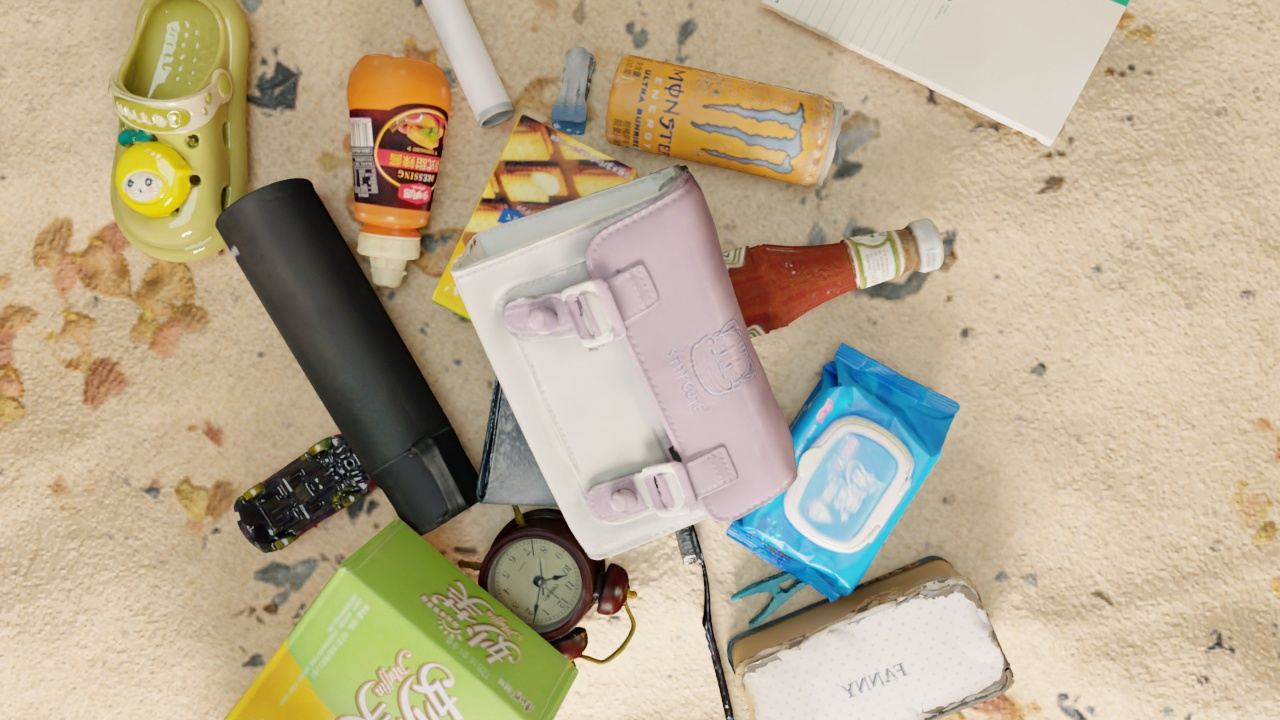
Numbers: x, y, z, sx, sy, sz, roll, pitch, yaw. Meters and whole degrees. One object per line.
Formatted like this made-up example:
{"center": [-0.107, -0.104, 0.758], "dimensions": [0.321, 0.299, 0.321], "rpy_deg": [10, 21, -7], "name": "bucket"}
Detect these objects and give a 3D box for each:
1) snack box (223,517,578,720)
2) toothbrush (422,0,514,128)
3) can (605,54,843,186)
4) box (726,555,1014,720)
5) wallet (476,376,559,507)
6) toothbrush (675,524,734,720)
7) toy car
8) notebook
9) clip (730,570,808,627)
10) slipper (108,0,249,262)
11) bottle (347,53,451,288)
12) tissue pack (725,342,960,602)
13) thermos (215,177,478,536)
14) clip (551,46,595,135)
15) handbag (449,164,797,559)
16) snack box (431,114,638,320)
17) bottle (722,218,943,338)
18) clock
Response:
{"center": [-0.165, 0.229, 0.590], "dimensions": [0.157, 0.069, 0.210], "rpy_deg": [40, 112, 1], "name": "snack box"}
{"center": [-0.143, -0.262, 0.615], "dimensions": [0.026, 0.026, 0.221], "rpy_deg": [-25, 91, -8], "name": "toothbrush"}
{"center": [0.053, -0.155, 0.595], "dimensions": [0.146, 0.058, 0.058], "rpy_deg": [12, 93, 2], "name": "can"}
{"center": [0.143, 0.204, 0.609], "dimensions": [0.184, 0.059, 0.090], "rpy_deg": [-21, 91, 6], "name": "box"}
{"center": [-0.054, 0.038, 0.607], "dimensions": [0.097, 0.019, 0.121], "rpy_deg": [8, 93, -34], "name": "wallet"}
{"center": [0.050, 0.201, 0.635], "dimensions": [0.016, 0.014, 0.189], "rpy_deg": [-12, 93, 4], "name": "toothbrush"}
{"center": [-0.232, 0.092, 0.634], "dimensions": [0.106, 0.031, 0.049], "rpy_deg": [-33, 90, 11], "name": "toy car"}
{"center": [0.205, -0.251, 0.594], "dimensions": [0.209, 0.012, 0.150], "rpy_deg": [28, 90, 7], "name": "notebook"}
{"center": [0.091, 0.159, 0.630], "dimensions": [0.056, 0.013, 0.039], "rpy_deg": [-34, 91, 3], "name": "clip"}
{"center": [-0.313, -0.162, 0.603], "dimensions": [0.092, 0.081, 0.190], "rpy_deg": [6, 90, 5], "name": "slipper"}
{"center": [-0.163, -0.122, 0.609], "dimensions": [0.067, 0.066, 0.149], "rpy_deg": [7, 100, 2], "name": "bottle"}
{"center": [0.134, 0.074, 0.604], "dimensions": [0.095, 0.052, 0.157], "rpy_deg": [32, 94, 1], "name": "tissue pack"}
{"center": [-0.182, -0.003, 0.600], "dimensions": [0.068, 0.090, 0.242], "rpy_deg": [-32, 91, -29], "name": "thermos"}
{"center": [-0.044, -0.183, 0.618], "dimensions": [0.027, 0.045, 0.058], "rpy_deg": [11, 84, 5], "name": "clip"}
{"center": [-0.003, 0.003, 0.537], "dimensions": [0.145, 0.098, 0.197], "rpy_deg": [-21, 112, 5], "name": "handbag"}
{"center": [-0.070, -0.083, 0.618], "dimensions": [0.087, 0.033, 0.140], "rpy_deg": [27, 95, 2], "name": "snack box"}
{"center": [0.092, -0.051, 0.598], "dimensions": [0.206, 0.059, 0.060], "rpy_deg": [-15, 92, 3], "name": "bottle"}
{"center": [-0.057, 0.153, 0.616], "dimensions": [0.122, 0.055, 0.082], "rpy_deg": [41, 93, 2], "name": "clock"}
